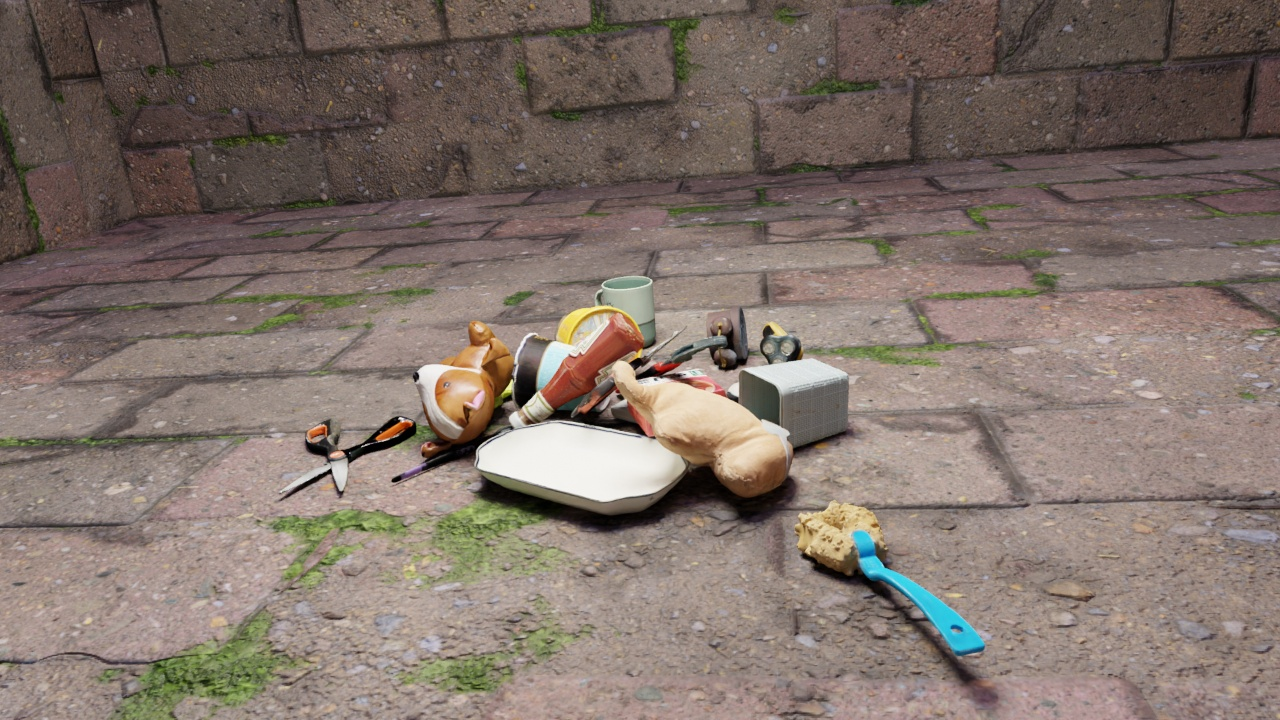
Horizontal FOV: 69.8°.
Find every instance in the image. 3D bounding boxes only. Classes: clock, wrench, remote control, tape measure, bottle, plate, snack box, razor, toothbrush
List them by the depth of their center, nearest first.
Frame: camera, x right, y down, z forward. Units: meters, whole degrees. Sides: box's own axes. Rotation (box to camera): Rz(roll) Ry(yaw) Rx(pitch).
[{"bbox_3d":[-0.070,0.126,1.069,0.266,0.034,0.161,8,22,32],"label":"plate"},{"bbox_3d":[0.054,0.048,1.150,0.127,0.044,0.113,-10,15,-11],"label":"snack box"},{"bbox_3d":[-0.231,0.119,1.164,0.188,0.014,0.017,-23,38,-39],"label":"toothbrush"},{"bbox_3d":[-0.086,0.022,1.197,0.206,0.060,0.059,-40,19,8],"label":"bottle"},{"bbox_3d":[0.028,0.011,1.205,0.056,0.016,0.274,-7,-11,-28],"label":"wrench"},{"bbox_3d":[0.022,0.071,1.214,0.125,0.024,0.048,11,26,40],"label":"remote control"},{"bbox_3d":[0.148,0.051,1.222,0.066,0.034,0.065,2,22,16],"label":"tape measure"},{"bbox_3d":[0.131,-0.036,1.397,0.055,0.082,0.121,-5,18,14],"label":"clock"},{"bbox_3d":[0.207,-0.028,1.401,0.067,0.062,0.167,24,14,-6],"label":"razor"}]

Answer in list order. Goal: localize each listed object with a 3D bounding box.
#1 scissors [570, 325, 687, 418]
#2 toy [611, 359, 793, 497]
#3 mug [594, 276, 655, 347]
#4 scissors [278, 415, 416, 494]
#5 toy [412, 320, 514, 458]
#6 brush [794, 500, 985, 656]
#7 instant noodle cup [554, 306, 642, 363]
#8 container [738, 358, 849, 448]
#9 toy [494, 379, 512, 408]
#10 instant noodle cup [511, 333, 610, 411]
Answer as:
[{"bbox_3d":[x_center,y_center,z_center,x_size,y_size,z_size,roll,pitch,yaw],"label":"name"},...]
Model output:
[{"bbox_3d":[-0.013,0.013,1.221,0.199,0.015,0.204,-42,-4,10],"label":"scissors"},{"bbox_3d":[0.067,0.072,1.030,0.226,0.082,0.143,31,14,17],"label":"toy"},{"bbox_3d":[-0.029,-0.079,1.519,0.112,0.106,0.082,11,26,36],"label":"mug"},{"bbox_3d":[-0.384,0.115,1.199,0.227,0.022,0.221,-19,23,-34],"label":"scissors"},{"bbox_3d":[-0.237,0.036,1.214,0.130,0.140,0.199,28,34,-18],"label":"toy"},{"bbox_3d":[0.214,0.185,0.802,0.083,0.046,0.254,-7,14,-14],"label":"brush"},{"bbox_3d":[-0.072,-0.028,1.389,0.118,0.118,0.114,-12,14,-19],"label":"instant noodle cup"},{"bbox_3d":[0.192,0.052,1.134,0.111,0.090,0.090,-11,20,-25],"label":"container"},{"bbox_3d":[-0.217,0.043,1.342,0.097,0.031,0.100,0,24,4],"label":"toy"},{"bbox_3d":[-0.103,0.024,1.276,0.120,0.111,0.111,8,23,14],"label":"instant noodle cup"}]
